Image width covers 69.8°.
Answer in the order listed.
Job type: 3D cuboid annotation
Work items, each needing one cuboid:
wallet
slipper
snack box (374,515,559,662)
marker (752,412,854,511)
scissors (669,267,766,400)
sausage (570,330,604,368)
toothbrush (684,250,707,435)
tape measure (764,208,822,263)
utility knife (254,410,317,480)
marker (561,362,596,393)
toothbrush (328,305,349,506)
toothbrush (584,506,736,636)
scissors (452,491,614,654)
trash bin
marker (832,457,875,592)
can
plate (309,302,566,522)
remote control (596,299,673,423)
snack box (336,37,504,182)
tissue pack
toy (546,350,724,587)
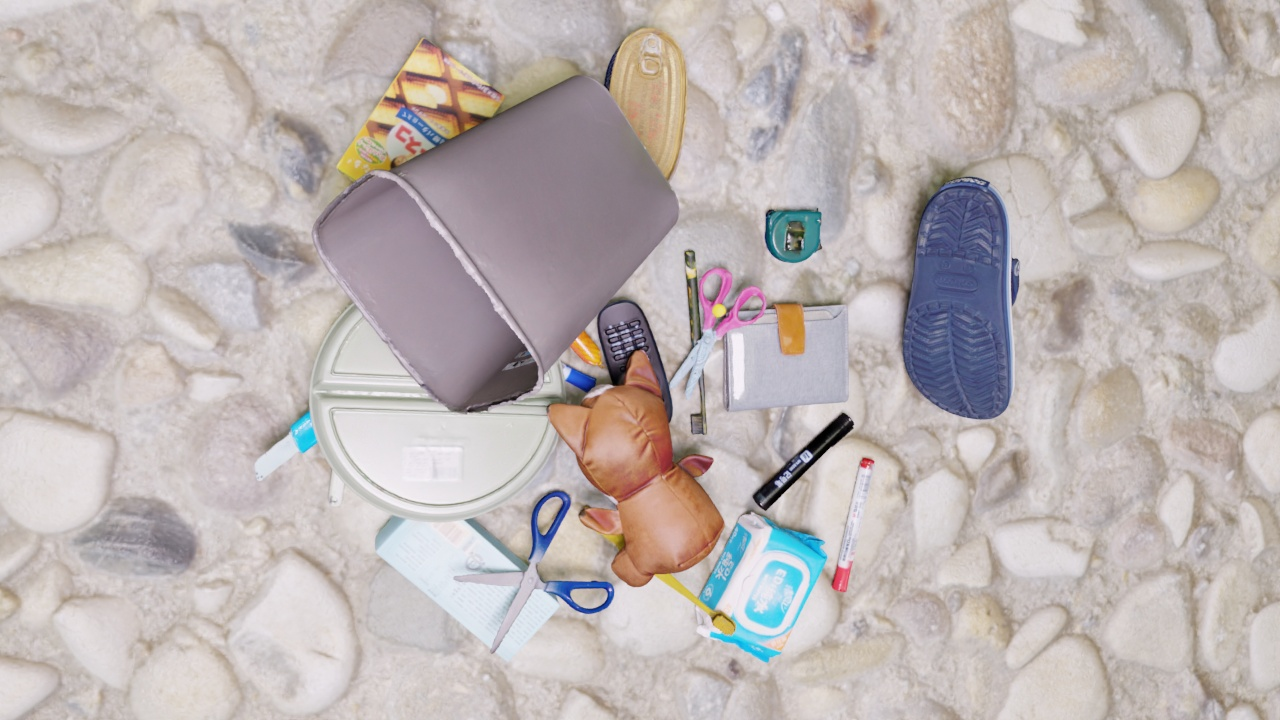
[{"bbox_3d":[0.148,-0.005,0.922,0.129,0.037,0.106,-4,100,-12],"label":"wallet"},{"bbox_3d":[0.327,-0.064,0.928,0.095,0.105,0.253,-39,126,-47],"label":"slipper"},{"bbox_3d":[-0.163,0.201,0.874,0.074,0.051,0.175,-46,105,-5],"label":"snack box"},{"bbox_3d":[0.170,0.105,0.952,0.132,0.020,0.022,-43,134,-5],"label":"marker"},{"bbox_3d":[0.076,-0.018,0.895,0.077,0.017,0.137,19,98,6],"label":"scissors"},{"bbox_3d":[-0.089,-0.053,0.869,0.021,0.021,0.165,-41,104,-4],"label":"sausage"},{"bbox_3d":[0.053,-0.016,0.912,0.017,0.012,0.186,-5,99,-1],"label":"toothbrush"},{"bbox_3d":[0.152,-0.124,0.911,0.058,0.025,0.054,-2,97,-12],"label":"tape measure"},{"bbox_3d":[-0.269,0.041,0.822,0.185,0.018,0.034,-42,122,-18],"label":"utility knife"},{"bbox_3d":[-0.108,-0.007,0.875,0.145,0.017,0.017,27,91,-15],"label":"marker"},{"bbox_3d":[-0.269,0.044,0.846,0.029,0.020,0.189,9,97,-7],"label":"toothbrush"},{"bbox_3d":[0.016,0.207,0.900,0.190,0.016,0.016,38,92,6],"label":"toothbrush"},{"bbox_3d":[-0.094,0.199,0.866,0.175,0.012,0.162,22,61,-29],"label":"scissors"},{"bbox_3d":[-0.105,-0.100,0.748,0.219,0.199,0.198,-44,107,-33],"label":"trash bin"},{"bbox_3d":[0.227,0.175,0.976,0.017,0.017,0.145,10,96,-14],"label":"marker"},{"bbox_3d":[0.002,-0.227,0.850,0.074,0.049,0.148,2,98,-13],"label":"can"},{"bbox_3d":[-0.177,0.032,0.826,0.230,0.027,0.230,1,86,-17],"label":"plate"},{"bbox_3d":[-0.005,0.005,0.894,0.053,0.024,0.136,-18,107,-2],"label":"remote control"},{"bbox_3d":[-0.195,-0.203,0.819,0.087,0.034,0.140,34,91,-14],"label":"snack box"},{"bbox_3d":[0.124,0.231,0.936,0.090,0.063,0.140,26,92,-15],"label":"tissue pack"},{"bbox_3d":[-0.005,0.103,0.862,0.139,0.131,0.199,-38,110,-35],"label":"toy"}]
